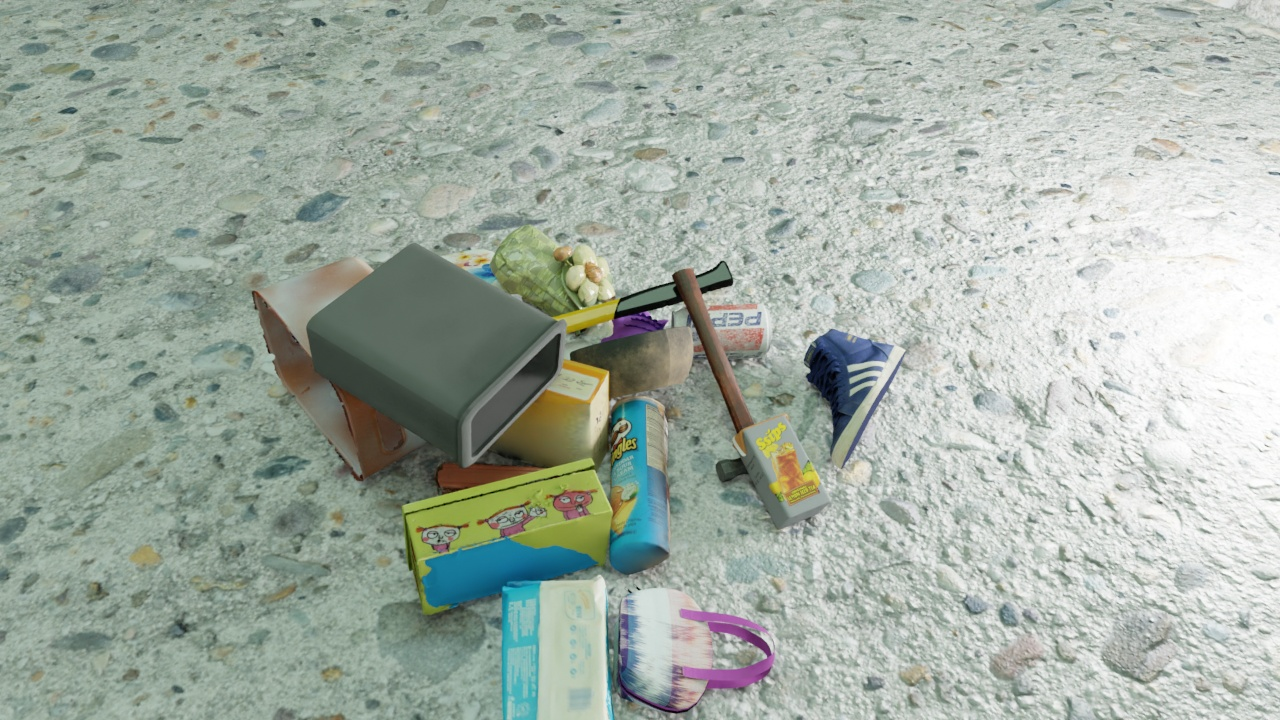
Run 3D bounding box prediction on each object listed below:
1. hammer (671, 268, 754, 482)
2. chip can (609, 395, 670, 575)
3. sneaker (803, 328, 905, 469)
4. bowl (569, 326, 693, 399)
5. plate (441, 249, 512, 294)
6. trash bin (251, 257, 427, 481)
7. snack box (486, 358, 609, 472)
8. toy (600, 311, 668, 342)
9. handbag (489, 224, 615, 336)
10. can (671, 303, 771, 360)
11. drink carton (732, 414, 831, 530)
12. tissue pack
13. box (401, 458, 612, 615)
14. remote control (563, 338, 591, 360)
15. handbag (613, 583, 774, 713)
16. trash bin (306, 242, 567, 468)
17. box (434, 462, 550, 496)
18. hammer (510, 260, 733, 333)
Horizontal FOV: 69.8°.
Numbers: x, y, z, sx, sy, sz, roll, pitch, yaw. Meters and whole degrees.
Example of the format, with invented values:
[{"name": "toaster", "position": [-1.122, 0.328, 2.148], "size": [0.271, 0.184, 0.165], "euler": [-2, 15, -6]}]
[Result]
[{"name": "hammer", "position": [0.107, 0.008, 1.225], "size": [0.111, 0.028, 0.300], "euler": [-14, 69, -17]}, {"name": "chip can", "position": [0.000, 0.150, 1.123], "size": [0.080, 0.080, 0.229], "euler": [0, 44, 0]}, {"name": "sneaker", "position": [0.261, 0.035, 1.231], "size": [0.118, 0.092, 0.232], "euler": [26, 49, 18]}, {"name": "bowl", "position": [-0.007, 0.007, 1.197], "size": [0.162, 0.162, 0.070], "euler": [-12, 88, -13]}, {"name": "plate", "position": [-0.292, -0.122, 1.422], "size": [0.186, 0.016, 0.187], "euler": [-16, 35, -18]}, {"name": "trash bin", "position": [-0.368, 0.002, 1.203], "size": [0.157, 0.182, 0.260], "euler": [-28, 50, -29]}, {"name": "snack box", "position": [-0.143, 0.065, 1.161], "size": [0.195, 0.145, 0.080], "euler": [15, 45, 14]}, {"name": "toy", "position": [-0.008, -0.044, 1.338], "size": [0.088, 0.056, 0.105], "euler": [13, 45, 15]}, {"name": "handbag", "position": [-0.123, -0.130, 1.364], "size": [0.186, 0.117, 0.113], "euler": [34, 50, -9]}, {"name": "can", "position": [0.115, -0.041, 1.319], "size": [0.136, 0.078, 0.078], "euler": [-2, 44, -3]}, {"name": "drink carton", "position": [0.172, 0.136, 1.129], "size": [0.076, 0.049, 0.124], "euler": [-18, 66, -18]}, {"name": "tissue pack", "position": [-0.087, 0.319, 0.948], "size": [0.117, 0.066, 0.209], "euler": [-8, 45, 2]}, {"name": "box", "position": [-0.149, 0.197, 1.028], "size": [0.220, 0.125, 0.082], "euler": [-12, 48, -17]}, {"name": "remote control", "position": [-0.075, 0.014, 1.298], "size": [0.060, 0.028, 0.114], "euler": [-23, 48, -23]}, {"name": "handbag", "position": [0.058, 0.306, 0.977], "size": [0.170, 0.068, 0.144], "euler": [5, 44, -5]}, {"name": "trash bin", "position": [-0.227, -0.013, 1.043], "size": [0.220, 0.098, 0.191], "euler": [29, 50, 16]}, {"name": "box", "position": [-0.162, 0.150, 1.142], "size": [0.187, 0.058, 0.060], "euler": [1, 12, -1]}, {"name": "hammer", "position": [-0.026, -0.075, 1.293], "size": [0.323, 0.029, 0.127], "euler": [-16, 68, -3]}]
